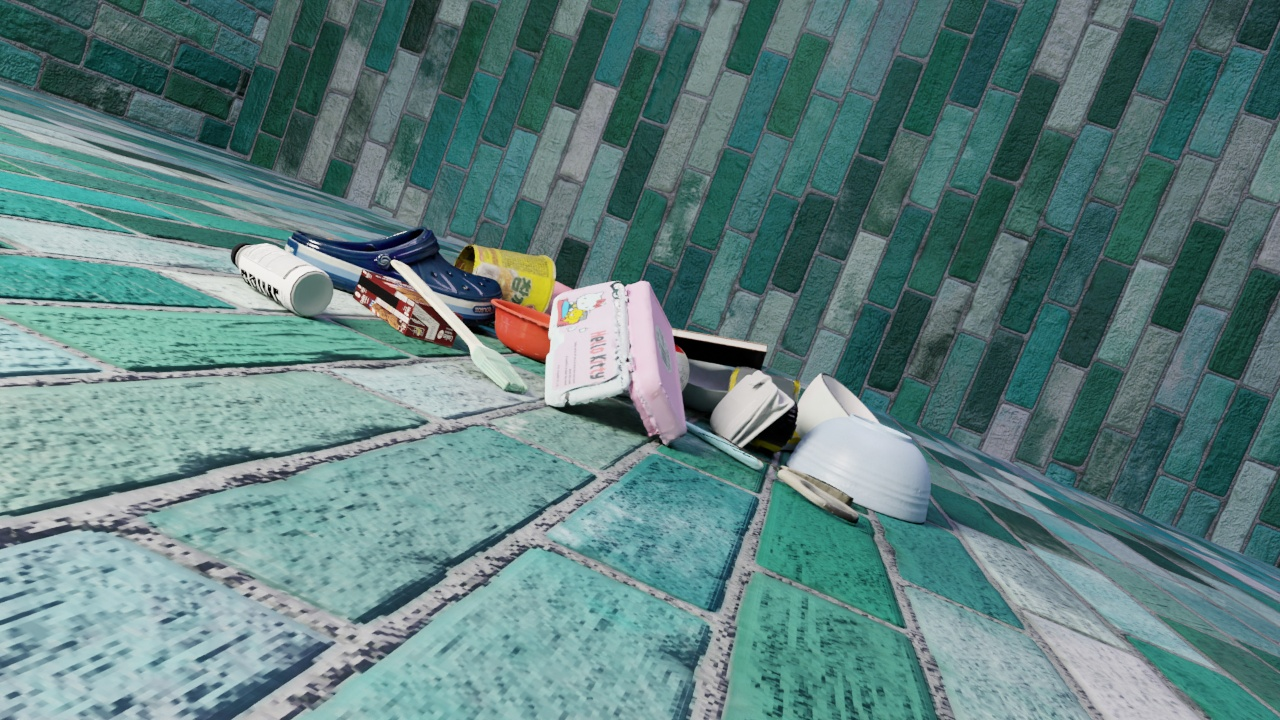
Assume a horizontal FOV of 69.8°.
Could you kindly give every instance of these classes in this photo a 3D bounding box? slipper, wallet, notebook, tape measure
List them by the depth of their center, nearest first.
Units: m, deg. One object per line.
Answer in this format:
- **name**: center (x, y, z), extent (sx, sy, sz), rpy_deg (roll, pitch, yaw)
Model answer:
- **wallet**: center (0.108, 0.049, 0.950), extent (0.032, 0.086, 0.116), rpy_deg (45, -1, -11)
- **tape measure**: center (0.145, 0.067, 0.983), extent (0.038, 0.067, 0.062), rpy_deg (23, 4, -7)
- **slipper**: center (-0.262, -0.106, 1.025), extent (0.252, 0.095, 0.105), rpy_deg (14, 6, -32)
- **notebook**: center (0.042, -0.019, 1.086), extent (0.209, 0.008, 0.141), rpy_deg (10, -9, 6)

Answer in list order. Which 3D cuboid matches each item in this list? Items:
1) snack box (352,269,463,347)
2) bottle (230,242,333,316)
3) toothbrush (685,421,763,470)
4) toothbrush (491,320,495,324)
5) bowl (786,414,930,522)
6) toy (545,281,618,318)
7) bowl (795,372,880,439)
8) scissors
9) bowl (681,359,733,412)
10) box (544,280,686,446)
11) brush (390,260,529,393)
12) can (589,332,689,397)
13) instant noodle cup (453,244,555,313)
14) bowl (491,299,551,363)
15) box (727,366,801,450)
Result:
- **snack box**: center (-0.233, -0.053, 0.910), extent (0.051, 0.032, 0.141), rpy_deg (17, 7, -40)
- **bottle**: center (-0.307, -0.073, 0.772), extent (0.116, 0.041, 0.041), rpy_deg (25, 6, 35)
- **toothbrush**: center (0.062, 0.071, 0.913), extent (0.016, 0.016, 0.181), rpy_deg (7, 14, -37)
- **toothbrush**: center (-0.201, -0.060, 1.148), extent (0.189, 0.016, 0.017), rpy_deg (22, 0, -34)
- **bowl**: center (0.234, 0.101, 0.946), extent (0.150, 0.075, 0.150), rpy_deg (20, 5, -2)
- **toy**: center (-0.084, -0.061, 1.309), extent (0.213, 0.084, 0.141), rpy_deg (21, 5, 27)
- **bowl**: center (0.229, 0.077, 1.071), extent (0.116, 0.066, 0.116), rpy_deg (39, 19, -16)
- **scissors**: center (0.132, 0.103, 0.816), extent (0.169, 0.012, 0.157), rpy_deg (22, 7, -37)
- **bowl**: center (0.076, 0.034, 1.131), extent (0.106, 0.039, 0.106), rpy_deg (12, 19, -4)
- **box**: center (-0.026, 0.001, 0.857), extent (0.201, 0.103, 0.101), rpy_deg (-95, 161, -58)
- **brush**: center (-0.170, -0.036, 0.829), extent (0.217, 0.012, 0.033), rpy_deg (42, 14, 34)
- **can**: center (-0.006, 0.006, 0.999), extent (0.070, 0.070, 0.132), rpy_deg (25, 6, 32)
- **instant noodle cup**: center (-0.178, -0.102, 1.176), extent (0.108, 0.102, 0.102), rpy_deg (15, 8, -34)
- **bowl**: center (-0.113, -0.026, 1.039), extent (0.130, 0.045, 0.130), rpy_deg (21, 5, -2)
- **box**: center (0.178, 0.061, 1.127), extent (0.084, 0.080, 0.210), rpy_deg (19, 4, 31)
